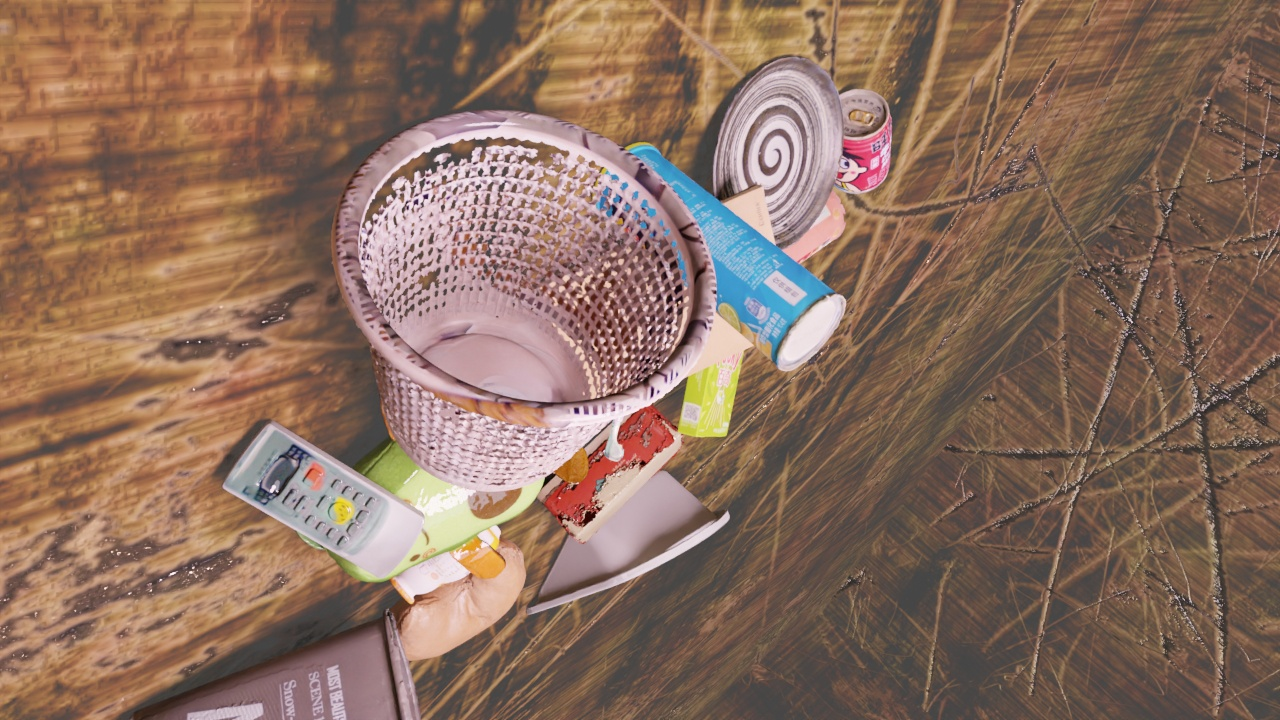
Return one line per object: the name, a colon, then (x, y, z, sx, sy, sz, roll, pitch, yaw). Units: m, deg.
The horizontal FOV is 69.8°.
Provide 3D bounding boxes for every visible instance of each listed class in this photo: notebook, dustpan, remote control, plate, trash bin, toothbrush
notebook: (0.030, -0.048, 0.809, 0.211, 0.012, 0.149, -25, 124, -7)
dustpan: (-0.001, 0.261, 1.209, 0.222, 0.142, 0.258, -23, 145, -41)
remote control: (-0.222, 0.101, 0.653, 0.056, 0.135, 0.019, -54, -162, -2)
plate: (0.122, -0.184, 0.837, 0.179, 0.024, 0.180, -19, 120, -37)
trash bin: (-0.087, -0.017, 0.607, 0.226, 0.227, 0.193, -30, 163, -32)
toothbrush: (-0.005, 0.005, 0.892, 0.020, 0.029, 0.189, 11, 98, -25)
trash bin: (-0.293, 0.353, 0.783, 0.219, 0.198, 0.199, -12, 143, -15)

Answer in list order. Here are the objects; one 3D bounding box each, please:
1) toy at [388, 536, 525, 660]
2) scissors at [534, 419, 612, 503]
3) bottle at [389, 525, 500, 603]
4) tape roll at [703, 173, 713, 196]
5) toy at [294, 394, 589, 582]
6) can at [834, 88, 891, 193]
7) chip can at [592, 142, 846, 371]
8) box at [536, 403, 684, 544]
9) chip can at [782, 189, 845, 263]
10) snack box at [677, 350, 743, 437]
toy: (-0.218, 0.266, 0.955, 0.225, 0.082, 0.144, -32, 151, -20)
scissors: (-0.067, 0.093, 1.006, 0.146, 0.014, 0.172, -30, 150, -30)
bottle: (-0.190, 0.185, 0.887, 0.108, 0.063, 0.063, -40, 154, -15)
tape roll: (0.090, -0.164, 0.873, 0.085, 0.014, 0.086, -36, 153, -22)
toy: (-0.151, 0.094, 0.749, 0.246, 0.090, 0.227, -35, 122, -26)
can: (0.220, -0.222, 0.929, 0.066, 0.066, 0.094, -44, 155, -7)
chip can: (0.055, -0.083, 0.704, 0.071, 0.210, 0.071, -35, 152, -22)
box: (-0.026, 0.129, 1.030, 0.168, 0.080, 0.091, -44, 165, -8)
chip can: (0.118, -0.108, 0.914, 0.214, 0.071, 0.071, -35, 153, -34)
snack box: (0.084, 0.007, 1.021, 0.085, 0.026, 0.156, 9, 93, -62)
